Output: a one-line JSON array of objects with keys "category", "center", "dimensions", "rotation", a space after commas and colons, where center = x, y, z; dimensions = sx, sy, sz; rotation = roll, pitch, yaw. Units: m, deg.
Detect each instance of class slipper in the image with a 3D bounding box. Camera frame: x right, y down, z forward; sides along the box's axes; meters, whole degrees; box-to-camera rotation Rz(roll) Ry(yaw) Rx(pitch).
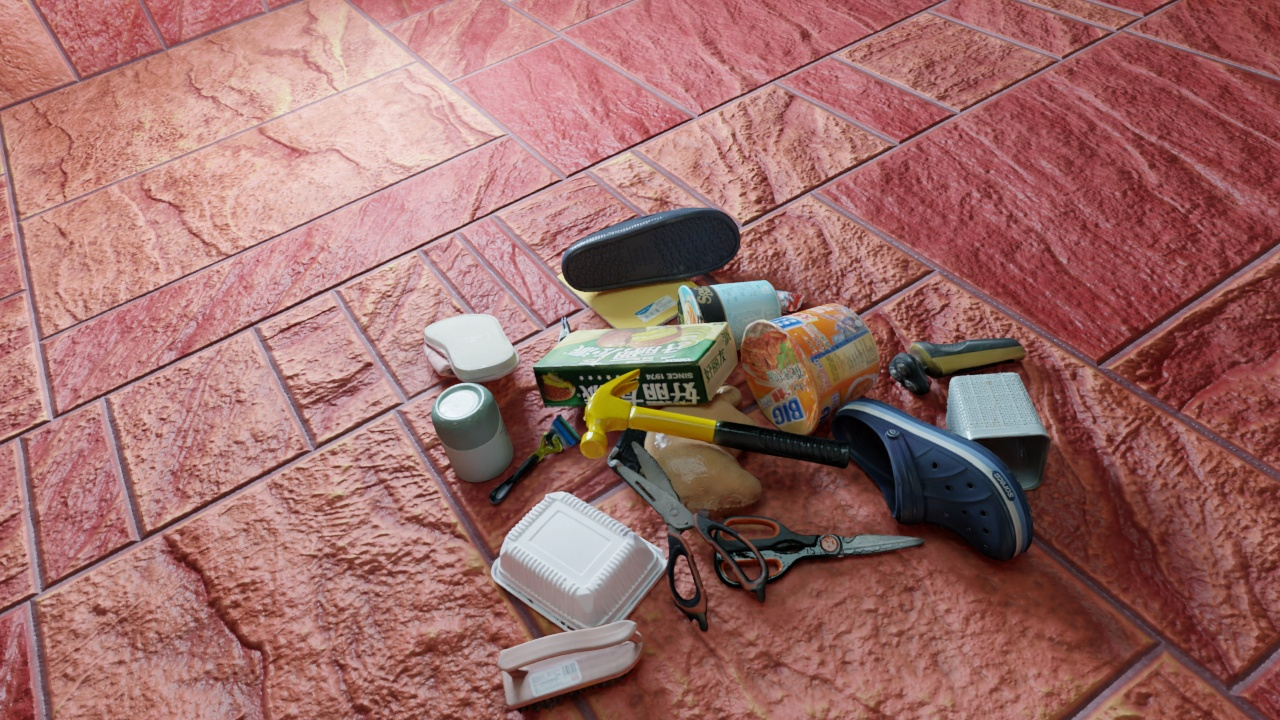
[{"category": "slipper", "center": [-0.233, -0.010, 1.271], "dimensions": [0.114, 0.054, 0.274], "rotation": [-18, 22, -20]}, {"category": "slipper", "center": [0.300, 0.126, 0.994], "dimensions": [0.095, 0.105, 0.253], "rotation": [-33, 47, -22]}, {"category": "slipper", "center": [0.012, -0.177, 1.364], "dimensions": [0.268, 0.111, 0.083], "rotation": [-13, 39, 1]}]

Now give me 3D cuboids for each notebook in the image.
[{"category": "notebook", "center": [-0.014, -0.111, 1.385], "dimensions": [0.145, 0.010, 0.206], "rotation": [-31, 46, -20]}]

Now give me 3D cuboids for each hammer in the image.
[{"category": "hammer", "center": [0.086, 0.080, 1.036], "dimensions": [0.301, 0.033, 0.128], "rotation": [10, 42, 2]}]

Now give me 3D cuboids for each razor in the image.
[{"category": "razor", "center": [0.398, 0.002, 1.149], "dimensions": [0.167, 0.062, 0.067], "rotation": [-9, 73, -5]}, {"category": "razor", "center": [-0.138, 0.130, 1.153], "dimensions": [0.042, 0.022, 0.142], "rotation": [48, 65, -5]}]

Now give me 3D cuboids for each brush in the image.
[{"category": "brush", "center": [-0.067, 0.300, 0.920], "dimensions": [0.145, 0.073, 0.063], "rotation": [-14, 42, -5]}]

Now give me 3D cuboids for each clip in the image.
[{"category": "clip", "center": [-0.109, -0.035, 1.319], "dimensions": [0.028, 0.024, 0.056], "rotation": [-11, 49, 7]}]

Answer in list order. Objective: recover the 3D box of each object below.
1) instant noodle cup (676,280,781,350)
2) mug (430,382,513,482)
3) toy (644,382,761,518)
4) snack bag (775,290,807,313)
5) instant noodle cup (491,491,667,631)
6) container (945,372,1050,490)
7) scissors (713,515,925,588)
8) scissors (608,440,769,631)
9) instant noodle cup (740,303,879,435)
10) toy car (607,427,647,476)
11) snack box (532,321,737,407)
[{"category": "instant noodle cup", "center": [0.123, -0.057, 1.236], "dimensions": [0.120, 0.111, 0.111], "rotation": [-12, 42, -12]}, {"category": "mug", "center": [-0.216, 0.079, 1.160], "dimensions": [0.082, 0.106, 0.111], "rotation": [-19, 43, -6]}, {"category": "toy", "center": [0.074, 0.092, 1.107], "dimensions": [0.143, 0.083, 0.225], "rotation": [12, 43, -4]}, {"category": "snack bag", "center": [0.182, -0.086, 1.303], "dimensions": [0.104, 0.026, 0.048], "rotation": [9, 33, 20]}, {"category": "instant noodle cup", "center": [-0.074, 0.216, 1.019], "dimensions": [0.173, 0.060, 0.137], "rotation": [23, 53, 34]}, {"category": "container", "center": [0.398, 0.078, 1.038], "dimensions": [0.090, 0.090, 0.111], "rotation": [-4, 41, 8]}, {"category": "scissors", "center": [0.193, 0.217, 0.993], "dimensions": [0.235, 0.022, 0.124], "rotation": [11, 57, 17]}, {"category": "scissors", "center": [0.044, 0.188, 0.995], "dimensions": [0.197, 0.015, 0.213], "rotation": [5, 72, 10]}, {"category": "instant noodle cup", "center": [0.211, 0.004, 1.122], "dimensions": [0.111, 0.152, 0.151], "rotation": [-23, 43, -23]}, {"category": "toy car", "center": [-0.006, 0.105, 1.134], "dimensions": [0.049, 0.031, 0.105], "rotation": [28, 47, 0]}, {"category": "snack box", "center": [-0.007, 0.007, 1.167], "dimensions": [0.241, 0.063, 0.114], "rotation": [-2, 25, 29]}]
